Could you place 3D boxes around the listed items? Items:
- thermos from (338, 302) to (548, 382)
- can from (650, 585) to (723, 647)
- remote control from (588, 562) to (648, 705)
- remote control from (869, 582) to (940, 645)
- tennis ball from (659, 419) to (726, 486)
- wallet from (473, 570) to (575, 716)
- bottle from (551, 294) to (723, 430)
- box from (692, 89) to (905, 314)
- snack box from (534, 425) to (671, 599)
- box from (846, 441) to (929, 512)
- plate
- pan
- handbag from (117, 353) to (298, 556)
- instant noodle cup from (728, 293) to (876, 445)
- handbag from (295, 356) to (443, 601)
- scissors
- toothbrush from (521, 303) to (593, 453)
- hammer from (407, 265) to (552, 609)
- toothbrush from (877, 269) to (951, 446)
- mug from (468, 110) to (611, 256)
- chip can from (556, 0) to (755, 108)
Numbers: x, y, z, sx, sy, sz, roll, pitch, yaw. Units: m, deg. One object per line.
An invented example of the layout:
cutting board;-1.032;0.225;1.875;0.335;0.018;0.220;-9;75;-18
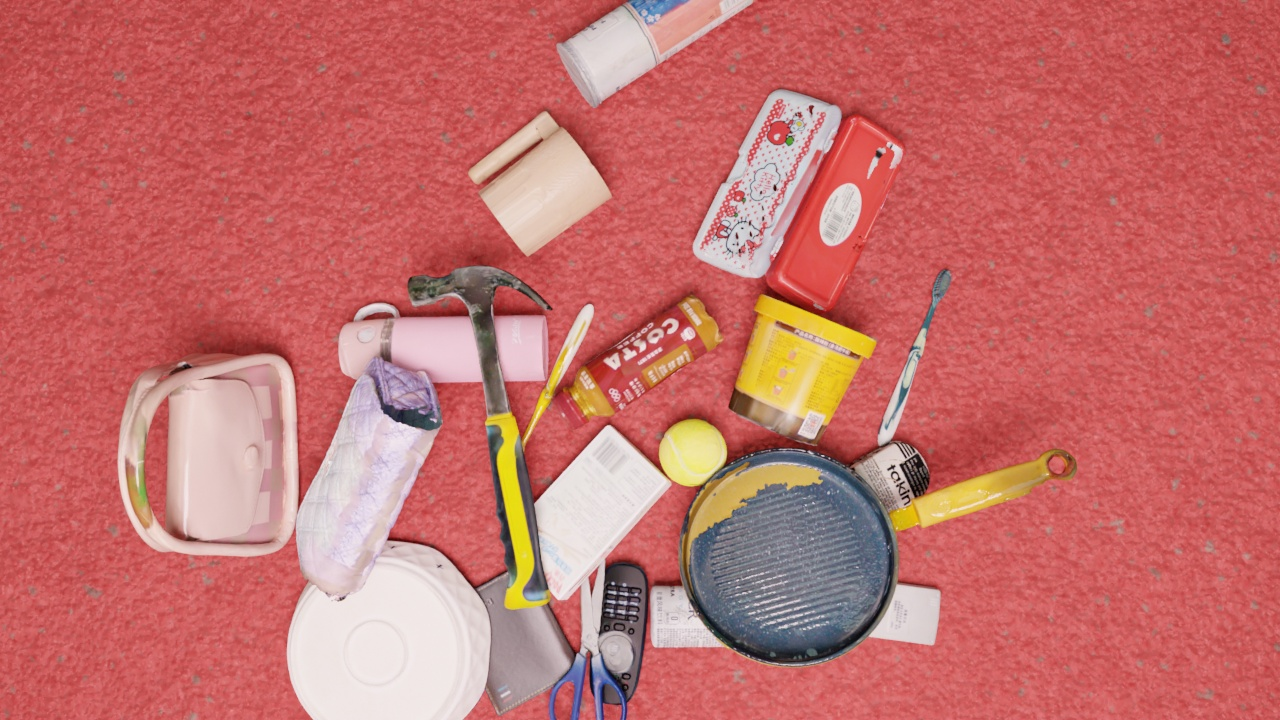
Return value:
thermos;-0.191;-0.019;0.905;0.198;0.067;0.087;0;56;2
can;0.083;0.248;0.889;0.147;0.058;0.058;-1;87;1
remote control;-0.021;0.268;0.905;0.053;0.024;0.136;7;84;3
remote control;0.226;0.244;0.907;0.135;0.019;0.056;7;88;1
tennis ball;0.051;0.090;0.893;0.065;0.065;0.065;0;87;0
wallet;-0.128;0.275;0.911;0.096;0.020;0.122;-29;85;-1
bottle;-0.005;0.005;0.901;0.175;0.057;0.057;-34;88;-1
box;0.159;-0.161;0.904;0.161;0.058;0.201;26;80;3
snack box;-0.052;0.148;0.899;0.085;0.027;0.157;42;89;20
box;0.207;0.137;0.898;0.164;0.052;0.069;-32;105;-1
plate;-0.249;0.279;0.891;0.205;0.045;0.205;0;86;6
pan;0.208;0.150;0.827;0.357;0.078;0.197;-18;69;3
handbag;-0.391;0.085;0.812;0.093;0.234;0.193;-2;87;2
instant noodle cup;0.147;0.011;0.874;0.118;0.118;0.114;22;95;1
handbag;-0.251;0.102;0.837;0.075;0.134;0.194;17;110;-29
scissors;-0.059;0.280;0.890;0.133;0.012;0.172;-30;73;8
toothbrush;-0.092;0.029;0.920;0.016;0.018;0.191;26;88;0
hammer;-0.126;0.071;0.855;0.126;0.032;0.323;-9;94;2
toothbrush;0.275;-0.002;0.918;0.016;0.018;0.191;21;88;1
mug;-0.104;-0.178;0.905;0.103;0.084;0.124;-37;63;0
chip can;0.025;-0.339;0.909;0.214;0.071;0.071;-33;88;-2
